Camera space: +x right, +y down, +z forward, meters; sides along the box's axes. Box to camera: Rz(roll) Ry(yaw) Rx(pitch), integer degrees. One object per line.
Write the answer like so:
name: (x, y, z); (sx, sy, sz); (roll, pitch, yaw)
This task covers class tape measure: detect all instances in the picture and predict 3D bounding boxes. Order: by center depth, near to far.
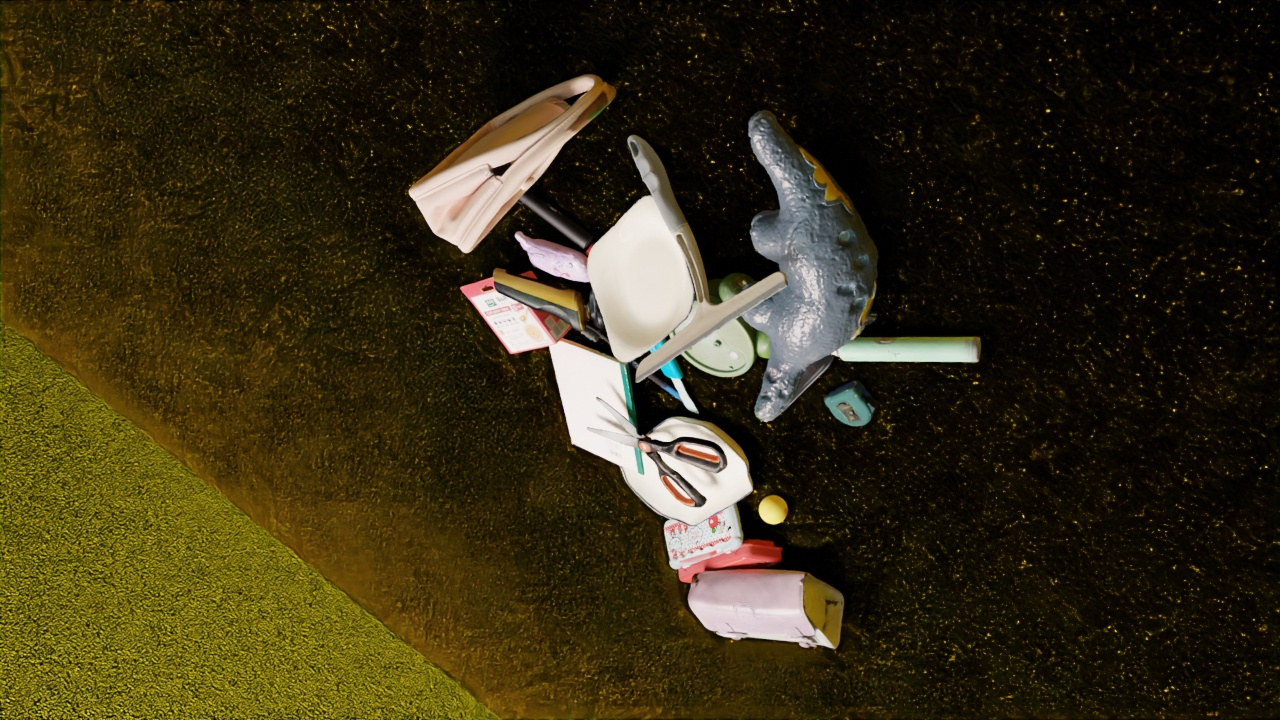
tape measure: (0.252, 0.054, 1.092); (0.054, 0.025, 0.058); (46, 144, -8)

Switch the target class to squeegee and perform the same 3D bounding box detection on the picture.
squeegee: (0.040, -0.135, 0.990); (0.247, 0.039, 0.246); (-34, 70, 46)

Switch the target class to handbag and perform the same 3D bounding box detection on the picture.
handbag: (-0.120, -0.230, 0.983); (0.235, 0.192, 0.093); (-25, 114, 41)
handbag: (0.188, 0.372, 1.387); (0.197, 0.098, 0.145); (-7, 143, 35)

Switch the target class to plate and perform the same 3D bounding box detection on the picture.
plate: (0.006, -0.094, 1.085); (0.164, 0.034, 0.164); (-37, 64, 45)
plate: (0.069, 0.159, 1.356); (0.162, 0.034, 0.267); (41, 144, -1)

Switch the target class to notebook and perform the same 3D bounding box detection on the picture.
notebook: (-0.064, 0.067, 1.359); (0.150, 0.012, 0.209); (21, 135, 34)

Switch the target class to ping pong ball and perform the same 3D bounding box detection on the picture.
ping pong ball: (0.189, 0.212, 1.304); (0.040, 0.040, 0.040); (23, 142, 20)

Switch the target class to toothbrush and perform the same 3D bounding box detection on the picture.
toothbrush: (0.250, -0.013, 0.993); (0.225, 0.026, 0.027); (1, 120, 30)
toothbrush: (0.211, 0.000, 1.070); (0.027, 0.026, 0.213); (9, 147, -19)
toothbrush: (-0.008, 0.007, 1.275); (0.189, 0.016, 0.014); (37, 150, 1)

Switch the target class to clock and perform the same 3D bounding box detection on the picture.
clock: (0.106, -0.044, 1.085); (0.162, 0.056, 0.116); (-13, 121, 48)

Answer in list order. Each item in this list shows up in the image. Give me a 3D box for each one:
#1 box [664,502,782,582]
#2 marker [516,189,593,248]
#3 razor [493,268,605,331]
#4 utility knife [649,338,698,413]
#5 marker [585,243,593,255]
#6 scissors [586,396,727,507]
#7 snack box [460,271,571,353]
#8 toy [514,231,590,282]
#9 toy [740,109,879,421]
box: (0.123, 0.283, 1.442); (0.112, 0.099, 0.202); (14, 152, -26)
marker: (-0.118, -0.185, 1.155); (0.132, 0.022, 0.020); (36, -179, 3)
razor: (-0.115, -0.086, 1.210); (0.167, 0.062, 0.068); (19, 104, 4)
utility knife: (0.030, -0.007, 1.223); (0.034, 0.018, 0.209); (-2, 128, 42)
marker: (-0.006, -0.099, 1.156); (0.145, 0.017, 0.017); (36, 144, 4)
scissors: (0.026, 0.135, 1.308); (0.221, 0.021, 0.231); (-3, 128, 38)
snack box: (-0.177, -0.076, 1.305); (0.113, 0.044, 0.127); (-9, 124, 46)
toy: (-0.106, -0.131, 1.184); (0.108, 0.039, 0.084); (22, 165, 23)
toy: (0.170, -0.080, 0.938); (0.138, 0.091, 0.357); (2, 125, 7)
